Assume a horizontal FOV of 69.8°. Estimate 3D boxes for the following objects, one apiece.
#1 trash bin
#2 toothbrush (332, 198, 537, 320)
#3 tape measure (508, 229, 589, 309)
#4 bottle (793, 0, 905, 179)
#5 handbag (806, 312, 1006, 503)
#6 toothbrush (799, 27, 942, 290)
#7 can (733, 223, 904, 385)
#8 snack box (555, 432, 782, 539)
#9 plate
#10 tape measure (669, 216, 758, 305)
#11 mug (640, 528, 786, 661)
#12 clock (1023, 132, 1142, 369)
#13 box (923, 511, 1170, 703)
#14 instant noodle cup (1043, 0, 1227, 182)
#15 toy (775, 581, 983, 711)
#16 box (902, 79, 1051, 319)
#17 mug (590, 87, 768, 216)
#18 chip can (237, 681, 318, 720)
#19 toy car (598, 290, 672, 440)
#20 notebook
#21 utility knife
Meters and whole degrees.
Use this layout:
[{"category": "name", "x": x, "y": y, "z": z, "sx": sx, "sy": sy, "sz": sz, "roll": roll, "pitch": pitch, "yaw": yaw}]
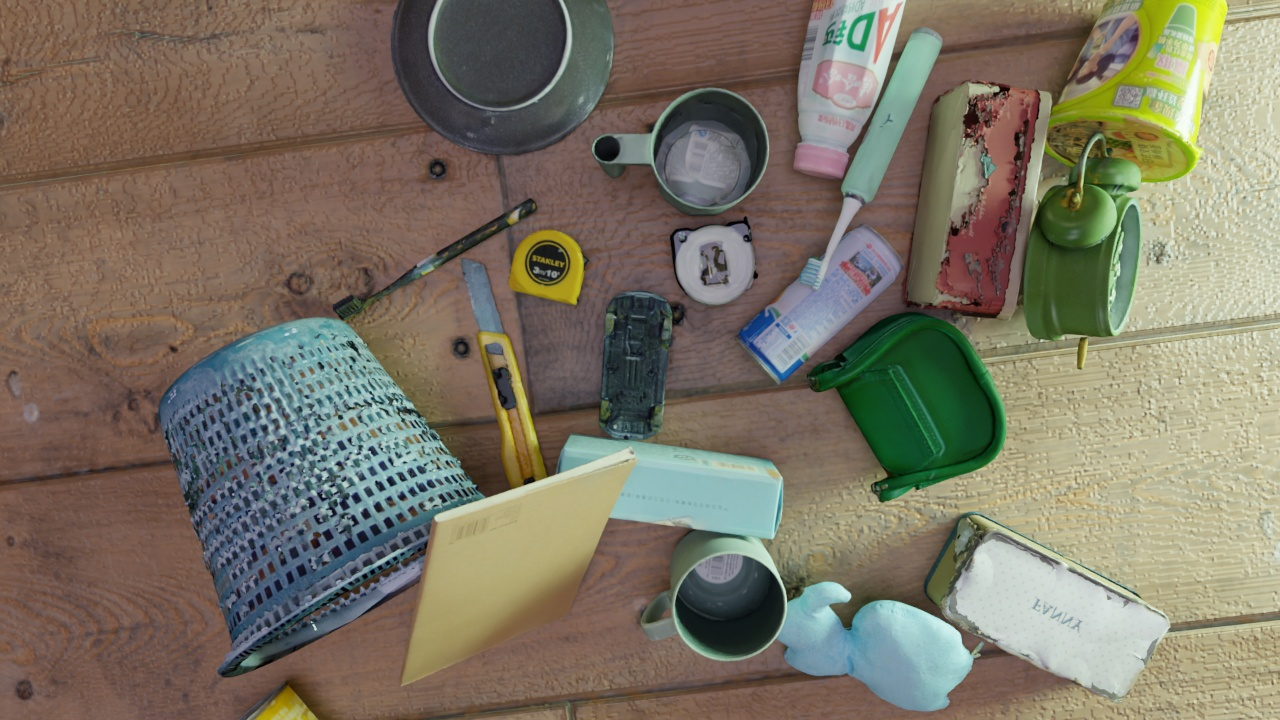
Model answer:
[{"category": "trash bin", "x": -0.236, "y": 0.085, "z": 0.672, "sx": 0.226, "sy": 0.226, "sz": 0.195, "roll": -32, "pitch": 81, "yaw": 3}, {"category": "toothbrush", "x": -0.166, "y": -0.083, "z": 0.740, "sx": 0.186, "sy": 0.017, "sz": 0.012, "roll": -29, "pitch": 57, "yaw": 3}, {"category": "tape measure", "x": -0.072, "y": -0.075, "z": 0.733, "sx": 0.060, "sy": 0.029, "sz": 0.057, "roll": 13, "pitch": 96, "yaw": 0}, {"category": "bottle", "x": 0.159, "y": -0.239, "z": 0.699, "sx": 0.068, "sy": 0.068, "sz": 0.197, "roll": 12, "pitch": 98, "yaw": 0}, {"category": "handbag", "x": 0.210, "y": 0.034, "z": 0.717, "sx": 0.120, "sy": 0.068, "sz": 0.131, "roll": -32, "pitch": 93, "yaw": 4}, {"category": "toothbrush", "x": 0.177, "y": -0.154, "z": 0.702, "sx": 0.027, "sy": 0.026, "sz": 0.224, "roll": 24, "pitch": 83, "yaw": 11}, {"category": "can", "x": 0.140, "y": -0.044, "z": 0.719, "sx": 0.134, "sy": 0.053, "sz": 0.053, "roll": -43, "pitch": 93, "yaw": 4}, {"category": "snack box", "x": 0.021, "y": 0.097, "z": 0.722, "sx": 0.175, "sy": 0.074, "sz": 0.051, "roll": 8, "pitch": 94, "yaw": 1}, {"category": "plate", "x": -0.110, "y": -0.253, "z": 0.722, "sx": 0.179, "sy": 0.024, "sz": 0.179, "roll": 0, "pitch": 95, "yaw": 1}, {"category": "tape measure", "x": 0.059, "y": -0.077, "z": 0.729, "sx": 0.066, "sy": 0.033, "sz": 0.066, "roll": -10, "pitch": 94, "yaw": 3}, {"category": "mug", "x": 0.052, "y": 0.180, "z": 0.712, "sx": 0.112, "sy": 0.106, "sz": 0.082, "roll": -27, "pitch": 94, "yaw": 2}, {"category": "clock", "x": 0.325, "y": -0.085, "z": 0.670, "sx": 0.056, "sy": 0.115, "sz": 0.161, "roll": 9, "pitch": 127, "yaw": 37}, {"category": "box", "x": 0.328, "y": 0.198, "z": 0.734, "sx": 0.184, "sy": 0.061, "sz": 0.090, "roll": 29, "pitch": 95, "yaw": -3}, {"category": "instant noodle cup", "x": 0.371, "y": -0.212, "z": 0.680, "sx": 0.111, "sy": 0.112, "sz": 0.123, "roll": 21, "pitch": 88, "yaw": -1}, {"category": "toy", "x": 0.190, "y": 0.230, "z": 0.733, "sx": 0.156, "sy": 0.049, "sz": 0.161, "roll": -14, "pitch": 120, "yaw": 23}, {"category": "box", "x": 0.243, "y": -0.119, "z": 0.693, "sx": 0.077, "sy": 0.091, "sz": 0.168, "roll": 7, "pitch": 94, "yaw": -2}, {"category": "mug", "x": 0.029, "y": -0.151, "z": 0.688, "sx": 0.124, "sy": 0.103, "sz": 0.083, "roll": 1, "pitch": 95, "yaw": 2}, {"category": "chip can", "x": -0.251, "y": 0.368, "z": 0.751, "sx": 0.072, "sy": 0.072, "sz": 0.213, "roll": -39, "pitch": 93, "yaw": 4}, {"category": "toy car", "x": -0.004, "y": 0.004, "z": 0.735, "sx": 0.054, "sy": 0.036, "sz": 0.121, "roll": 4, "pitch": 102, "yaw": 0}, {"category": "notebook", "x": -0.092, "y": 0.152, "z": 0.657, "sx": 0.149, "sy": 0.212, "sz": 0.012, "roll": -15, "pitch": 53, "yaw": -34}, {"category": "utility knife", "x": -0.113, "y": 0.019, "z": 0.748, "sx": 0.033, "sy": 0.015, "sz": 0.215, "roll": -15, "pitch": 94, "yaw": 0}]
